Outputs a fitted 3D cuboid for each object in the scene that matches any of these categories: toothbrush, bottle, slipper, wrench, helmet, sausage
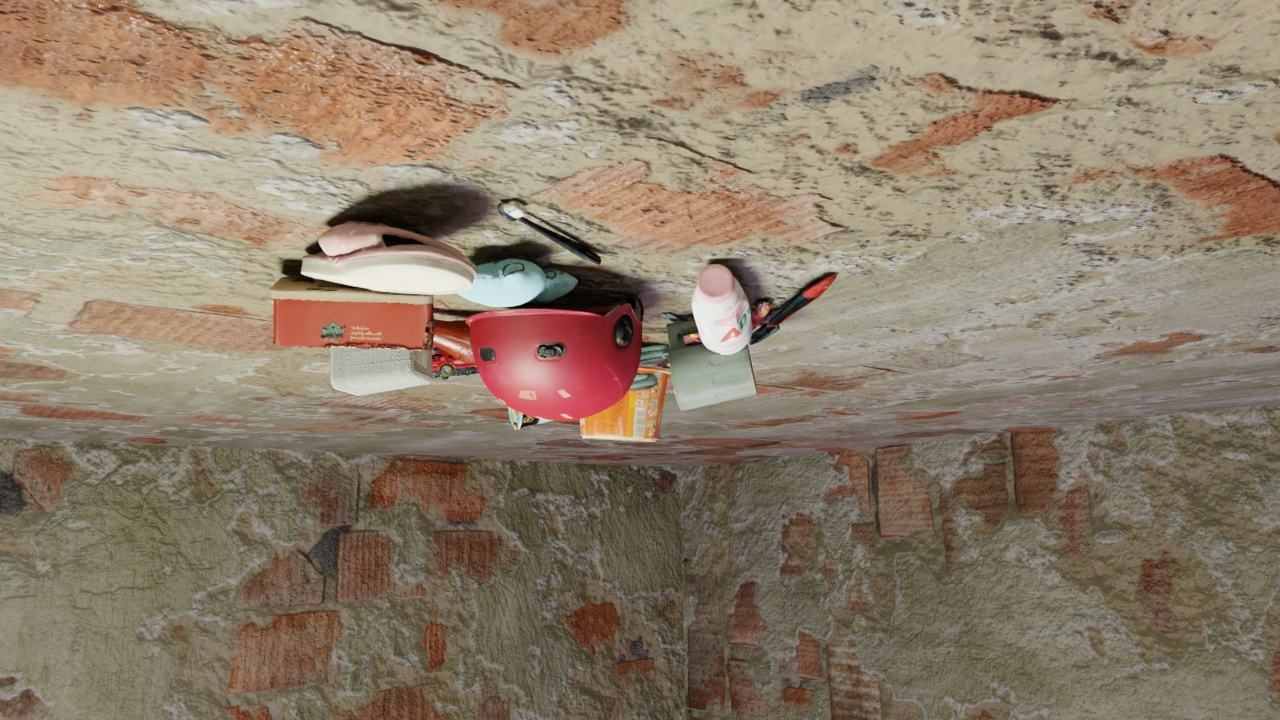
[{"bbox_3d":[-0.080,-0.120,0.881,0.018,0.015,0.181,-15,164,22],"label":"toothbrush"},{"bbox_3d":[0.094,-0.061,1.075,0.068,0.068,0.197,-3,166,8],"label":"bottle"},{"bbox_3d":[-0.242,-0.098,0.866,0.114,0.054,0.275,12,175,-37],"label":"slipper"},{"bbox_3d":[0.187,-0.060,1.172,0.056,0.016,0.274,-29,174,-14],"label":"wrench"},{"bbox_3d":[-0.230,-0.027,1.192,0.206,0.059,0.060,17,163,-23],"label":"bottle"},{"bbox_3d":[-0.099,0.002,1.090,0.207,0.144,0.239,-4,-178,19],"label":"helmet"},{"bbox_3d":[0.152,-0.055,1.222,0.020,0.020,0.156,0,169,-4],"label":"sausage"}]

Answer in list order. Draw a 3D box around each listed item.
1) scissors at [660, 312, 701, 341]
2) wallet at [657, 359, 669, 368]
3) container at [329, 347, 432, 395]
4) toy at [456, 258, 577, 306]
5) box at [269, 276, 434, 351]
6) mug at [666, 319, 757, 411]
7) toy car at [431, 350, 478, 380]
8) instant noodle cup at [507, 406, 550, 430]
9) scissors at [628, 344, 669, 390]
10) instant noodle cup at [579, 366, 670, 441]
[{"bbox_3d":[0.059,-0.047,1.277,0.063,0.017,0.135,2,168,32],"label":"scissors"},{"bbox_3d":[0.087,0.001,1.406,0.087,0.024,0.115,-13,-171,-31],"label":"wallet"},{"bbox_3d":[-0.352,-0.005,1.260,0.114,0.090,0.090,-6,169,9],"label":"container"},{"bbox_3d":[-0.137,-0.082,0.984,0.156,0.050,0.162,-5,178,-32],"label":"toy"},{"bbox_3d":[-0.312,-0.045,1.009,0.168,0.079,0.091,2,-165,-12],"label":"box"},{"bbox_3d":[0.093,-0.002,1.207,0.103,0.123,0.084,-11,158,9],"label":"mug"},{"bbox_3d":[-0.272,0.004,1.424,0.120,0.045,0.053,-3,173,-23],"label":"toy car"},{"bbox_3d":[-0.165,0.063,1.609,0.120,0.111,0.111,-5,171,-20],"label":"instant noodle cup"},{"bbox_3d":[-0.007,0.008,1.244,0.169,0.019,0.174,-19,-162,-32],"label":"scissors"},{"bbox_3d":[-0.030,0.068,1.430,0.151,0.111,0.151,3,174,0],"label":"instant noodle cup"}]
